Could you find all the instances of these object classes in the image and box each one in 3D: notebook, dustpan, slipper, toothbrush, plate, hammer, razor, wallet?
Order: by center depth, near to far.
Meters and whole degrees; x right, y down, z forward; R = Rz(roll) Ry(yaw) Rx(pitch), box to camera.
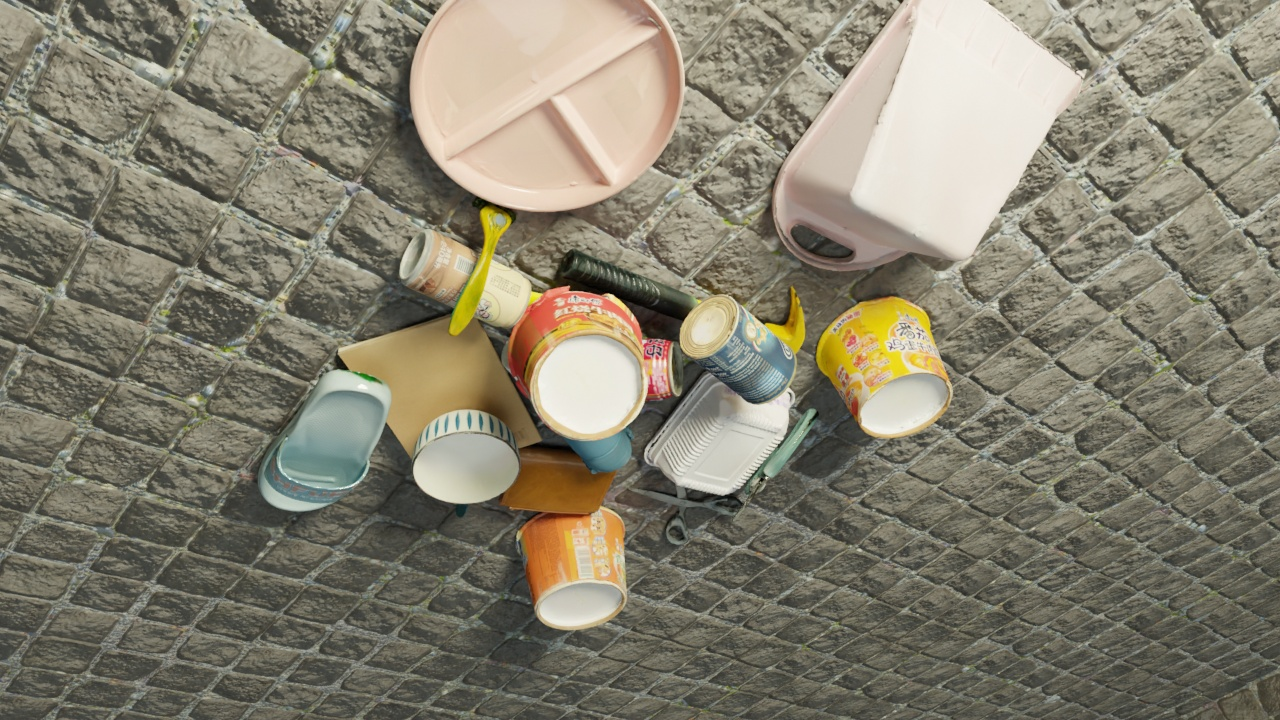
[{"bbox_3d":[-0.077,-0.227,0.775,0.229,0.028,0.230,-6,136,-6],"label":"plate"},{"bbox_3d":[-0.150,-0.084,0.840,0.043,0.132,0.028,28,161,-37],"label":"razor"},{"bbox_3d":[0.254,-0.208,0.890,0.222,0.139,0.273,23,97,-30],"label":"dustpan"},{"bbox_3d":[0.052,-0.055,0.975,0.300,0.032,0.129,18,127,-29],"label":"hammer"},{"bbox_3d":[-0.340,0.102,0.992,0.104,0.074,0.246,21,132,-25],"label":"slipper"},{"bbox_3d":[-0.213,0.042,1.008,0.149,0.012,0.212,-17,132,5],"label":"notebook"},{"bbox_3d":[-0.203,0.124,1.104,0.016,0.018,0.192,6,130,-18],"label":"toothbrush"},{"bbox_3d":[-0.105,0.158,1.146,0.130,0.035,0.119,9,131,-20],"label":"wallet"}]

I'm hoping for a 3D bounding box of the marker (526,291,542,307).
[{"bbox_3d":[-0.074,-0.057,0.956,0.124,0.015,0.018,9,132,-26],"label":"marker"}]

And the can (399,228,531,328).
[{"bbox_3d":[-0.167,-0.077,0.880,0.116,0.058,0.059,25,124,-33],"label":"can"}]

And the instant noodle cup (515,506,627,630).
[{"bbox_3d":[-0.086,0.278,1.216,0.151,0.111,0.152,-7,135,-7],"label":"instant noodle cup"}]

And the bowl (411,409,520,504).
[{"bbox_3d":[-0.191,0.096,1.008,0.116,0.066,0.117,-6,132,-6],"label":"bowl"}]

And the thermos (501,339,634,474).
[{"bbox_3d":[-0.074,0.049,1.027,0.070,0.070,0.220,-24,136,10],"label":"thermos"}]

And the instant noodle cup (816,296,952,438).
[{"bbox_3d":[0.282,0.015,1.047,0.138,0.109,0.138,-6,135,-6],"label":"instant noodle cup"}]

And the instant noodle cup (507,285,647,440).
[{"bbox_3d":[-0.056,0.009,0.880,0.138,0.108,0.138,-3,110,-10],"label":"instant noodle cup"}]

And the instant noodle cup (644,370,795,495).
[{"bbox_3d":[0.100,0.097,1.117,0.138,0.060,0.174,16,125,-28],"label":"instant noodle cup"}]

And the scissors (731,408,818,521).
[{"bbox_3d":[0.156,0.134,1.129,0.172,0.019,0.179,-52,176,-14],"label":"scissors"}]

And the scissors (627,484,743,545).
[{"bbox_3d":[0.063,0.192,1.238,0.159,0.014,0.181,-8,134,-6],"label":"scissors"}]

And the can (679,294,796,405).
[{"bbox_3d":[0.101,-0.011,0.953,0.075,0.075,0.111,-37,132,21],"label":"can"}]

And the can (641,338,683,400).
[{"bbox_3d":[-0.005,0.011,0.984,0.094,0.066,0.066,-2,138,15],"label":"can"}]
